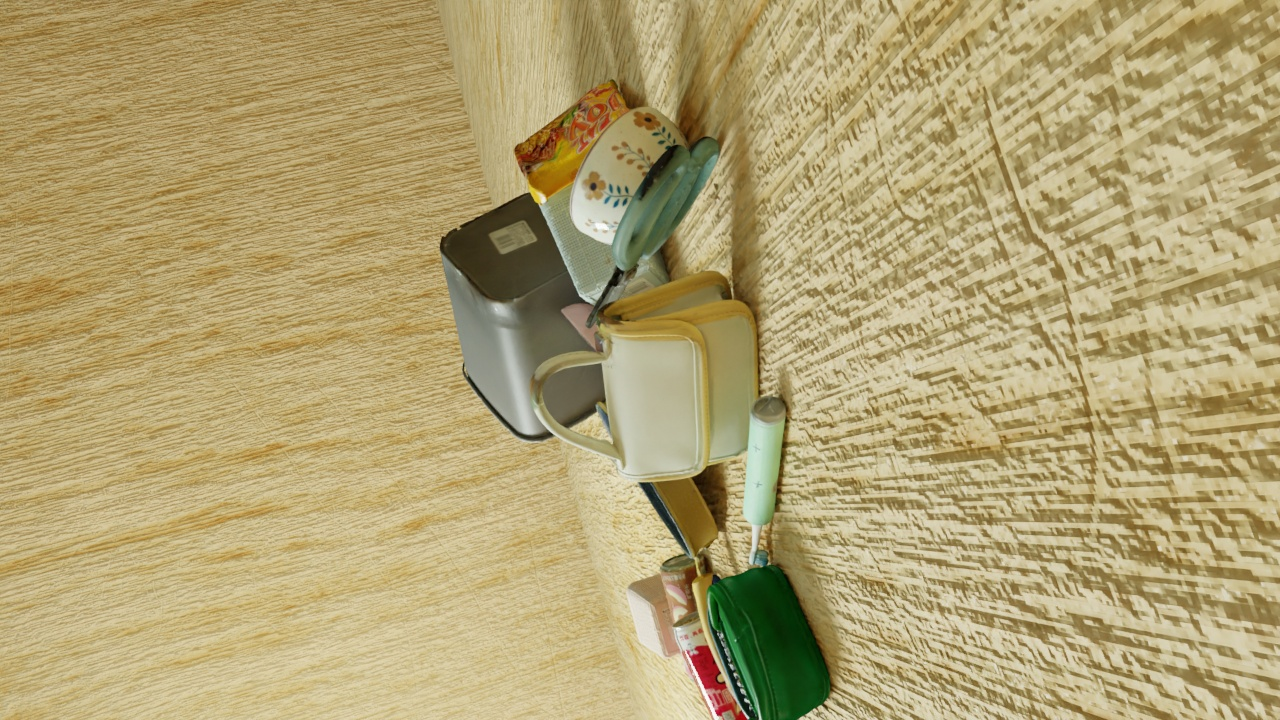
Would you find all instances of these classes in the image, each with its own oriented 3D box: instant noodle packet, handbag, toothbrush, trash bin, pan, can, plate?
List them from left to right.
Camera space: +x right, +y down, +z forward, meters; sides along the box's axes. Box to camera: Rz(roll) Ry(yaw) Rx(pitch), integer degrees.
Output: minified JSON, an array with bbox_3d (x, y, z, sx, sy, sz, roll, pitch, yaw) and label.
[{"bbox_3d":[-0.125,-0.060,1.101,0.198,0.198,0.220,43,155,37],"label":"trash bin"},{"bbox_3d":[-0.060,-0.212,0.877,0.044,0.128,0.110,52,-171,-37],"label":"instant noodle packet"},{"bbox_3d":[-0.006,0.006,0.969,0.192,0.039,0.192,47,180,0],"label":"plate"},{"bbox_3d":[0.005,0.028,0.716,0.063,0.178,0.164,-125,24,-49],"label":"handbag"},{"bbox_3d":[0.044,0.198,0.994,0.357,0.078,0.198,58,173,5],"label":"pan"},{"bbox_3d":[0.068,0.313,1.120,0.058,0.058,0.147,-177,73,-79],"label":"can"},{"bbox_3d":[0.086,0.354,1.044,0.132,0.053,0.053,65,169,5],"label":"can"},{"bbox_3d":[0.103,0.254,0.797,0.120,0.068,0.131,99,153,-51],"label":"handbag"},{"bbox_3d":[0.098,0.109,0.752,0.225,0.027,0.026,87,-158,-48],"label":"toothbrush"}]

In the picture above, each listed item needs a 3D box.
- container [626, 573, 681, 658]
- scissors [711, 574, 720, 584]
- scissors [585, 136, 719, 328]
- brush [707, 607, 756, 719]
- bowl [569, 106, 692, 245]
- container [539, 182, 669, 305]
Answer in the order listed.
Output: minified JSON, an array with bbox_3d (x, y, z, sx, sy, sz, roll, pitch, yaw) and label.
[{"bbox_3d":[0.043,0.332,1.205,0.111,0.090,0.090,157,98,-77],"label":"container"},{"bbox_3d":[0.106,0.287,1.013,0.172,0.012,0.133,-131,30,-65],"label":"scissors"},{"bbox_3d":[-0.005,-0.084,0.659,0.019,0.180,0.143,39,-160,10],"label":"scissors"},{"bbox_3d":[0.106,0.289,0.891,0.074,0.055,0.143,91,160,-54],"label":"brush"},{"bbox_3d":[0.004,-0.136,0.724,0.062,0.113,0.114,36,153,22],"label":"bowl"},{"bbox_3d":[-0.032,-0.116,0.905,0.111,0.090,0.090,70,-168,15],"label":"container"}]
